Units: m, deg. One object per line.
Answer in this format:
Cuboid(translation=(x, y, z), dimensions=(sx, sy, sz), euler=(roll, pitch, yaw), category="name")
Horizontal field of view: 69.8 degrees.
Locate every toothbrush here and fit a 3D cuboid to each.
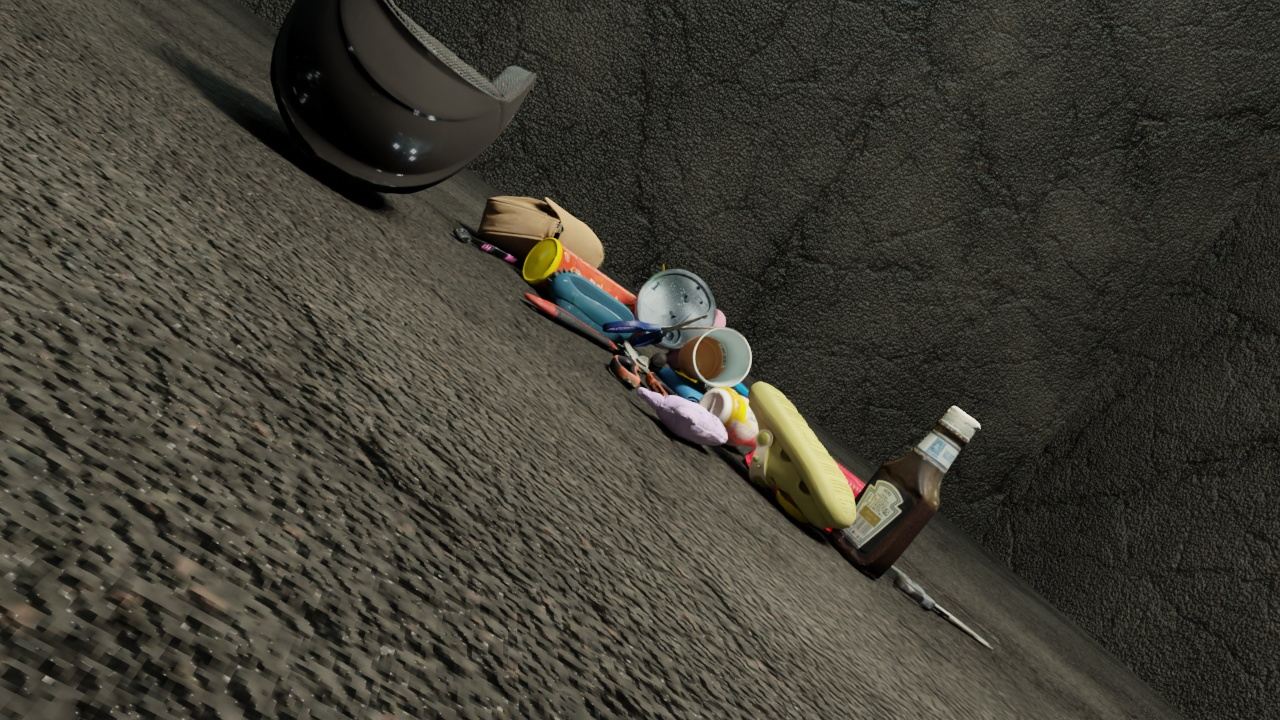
Cuboid(translation=(-0.207, -0.153, 1.263), dimensions=(0.018, 0.014, 0.189), euler=(49, 9, 17), category="toothbrush")

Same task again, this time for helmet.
Cuboid(translation=(-0.263, -0.288, 0.953), dimensions=(0.233, 0.230, 0.275), euler=(44, -7, -20), category="helmet")

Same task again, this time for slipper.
Cuboid(translation=(0.160, 0.111, 0.997), dimensions=(0.091, 0.082, 0.190), euler=(23, 32, -52), category="slipper")

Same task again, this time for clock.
Cuboid(translation=(0.058, -0.055, 1.328), dimensions=(0.158, 0.117, 0.060), euler=(47, -15, -2), category="clock")

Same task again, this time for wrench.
Cuboid(translation=(-0.060, -0.034, 1.173), dimensions=(0.056, 0.016, 0.273), euler=(36, 4, 33), category="wrench")

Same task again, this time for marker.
Cuboid(translation=(0.024, 0.002, 1.286), dimensions=(0.022, 0.020, 0.132), euler=(37, -3, 0), category="marker")

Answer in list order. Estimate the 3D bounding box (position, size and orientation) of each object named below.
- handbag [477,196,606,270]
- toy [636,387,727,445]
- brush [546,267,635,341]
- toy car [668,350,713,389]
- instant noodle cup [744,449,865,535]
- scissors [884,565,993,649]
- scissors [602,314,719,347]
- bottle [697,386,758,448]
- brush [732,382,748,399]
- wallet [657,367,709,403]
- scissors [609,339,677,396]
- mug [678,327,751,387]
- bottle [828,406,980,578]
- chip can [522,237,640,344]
Cuboid(translation=(-0.147, -0.192, 1.394), dimensions=(0.148, 0.099, 0.204), euler=(12, -5, 23), category="handbag")
Cuboid(translation=(0.050, 0.062, 0.951), dimensions=(0.084, 0.039, 0.108), euler=(30, 2, 38), category="toy")
Cuboid(translation=(-0.062, -0.070, 1.249), dimensions=(0.143, 0.055, 0.073), euler=(33, 6, -32), category="brush")
Cuboid(translation=(0.085, 0.033, 1.370), dimensions=(0.071, 0.041, 0.156), euler=(32, 14, -41), category="toy car")
Cuboid(translation=(0.218, 0.153, 1.100), dimensions=(0.194, 0.066, 0.193), euler=(35, 6, -5), category="instant noodle cup")
Cuboid(translation=(0.346, 0.290, 1.043), dimensions=(0.174, 0.014, 0.136), euler=(41, 5, 15), category="scissors")
Cuboid(translation=(0.026, -0.041, 1.210), dimensions=(0.162, 0.012, 0.173), euler=(5, -14, -36), category="scissors")
Cuboid(translation=(0.116, 0.075, 1.117), dimensions=(0.108, 0.063, 0.063), euler=(31, 8, -44), category="bottle")
Cuboid(translation=(0.157, 0.054, 1.362), dimensions=(0.254, 0.046, 0.083), euler=(53, 22, 19), category="brush")
Cuboid(translation=(0.083, 0.056, 1.215), dimensions=(0.106, 0.040, 0.133), euler=(30, 8, -19), category="wallet")
Cuboid(translation=(0.006, 0.016, 1.114), dimensions=(0.215, 0.015, 0.195), euler=(43, 11, 33), category="scissors")
Cuboid(translation=(0.093, -0.003, 1.229), dimensions=(0.078, 0.078, 0.123), euler=(36, -6, -9), category="mug")
Cuboid(translation=(0.282, 0.134, 0.967), dimensions=(0.044, 0.195, 0.080), euler=(33, 7, -32), category="bottle")
Cuboid(translation=(-0.071, -0.097, 1.334), dimensions=(0.216, 0.073, 0.073), euler=(31, 8, -41), category="chip can")
